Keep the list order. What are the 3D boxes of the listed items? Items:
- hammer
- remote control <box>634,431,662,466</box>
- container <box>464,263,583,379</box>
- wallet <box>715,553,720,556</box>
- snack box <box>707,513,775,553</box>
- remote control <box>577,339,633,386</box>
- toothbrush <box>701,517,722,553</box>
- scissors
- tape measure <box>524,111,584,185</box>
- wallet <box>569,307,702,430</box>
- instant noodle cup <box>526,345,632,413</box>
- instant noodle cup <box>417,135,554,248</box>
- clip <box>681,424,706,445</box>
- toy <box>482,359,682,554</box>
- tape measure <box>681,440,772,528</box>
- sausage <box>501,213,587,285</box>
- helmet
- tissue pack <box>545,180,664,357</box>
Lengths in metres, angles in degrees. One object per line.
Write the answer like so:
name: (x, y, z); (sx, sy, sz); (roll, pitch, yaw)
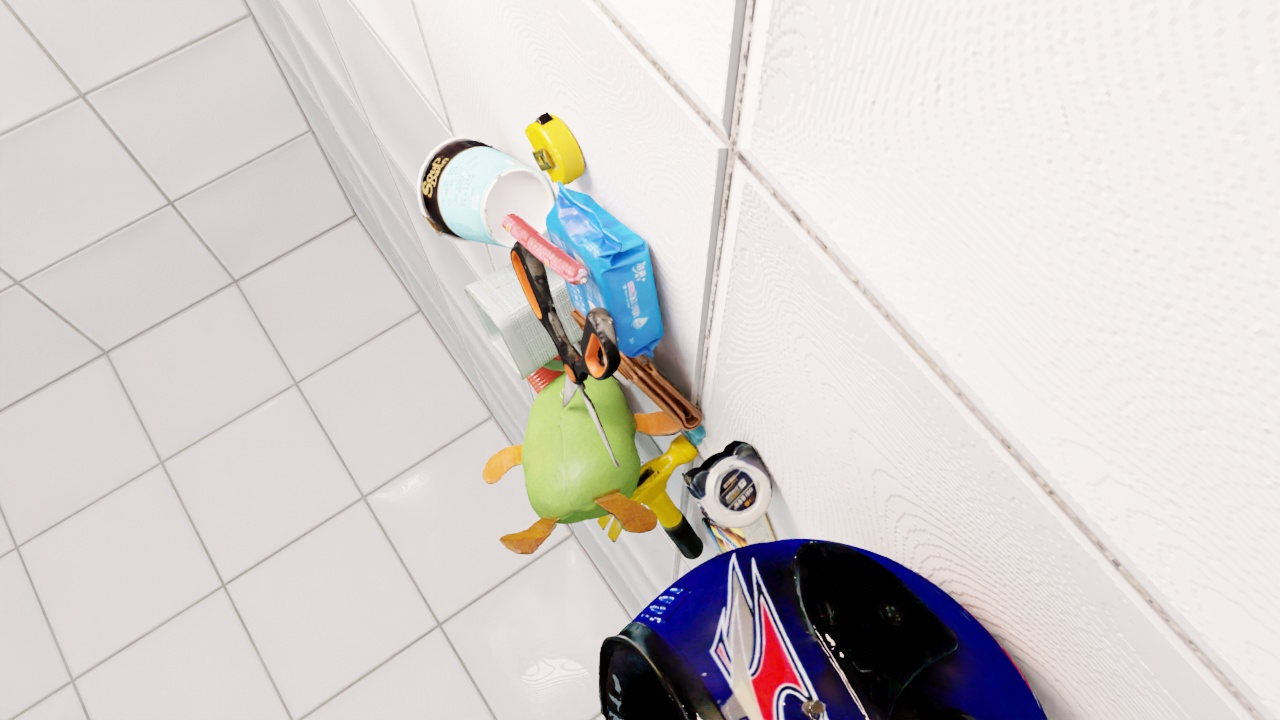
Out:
hammer: (0.034, 0.183, 1.068); (0.033, 0.128, 0.301); (47, 174, 28)
remote control: (0.005, 0.130, 1.181); (0.058, 0.021, 0.150); (52, 165, 20)
container: (-0.108, -0.056, 0.968); (0.090, 0.111, 0.090); (45, 162, 45)
wallet: (0.120, 0.258, 0.919); (0.101, 0.032, 0.124); (55, 170, -26)
snack box: (0.103, 0.176, 0.918); (0.087, 0.033, 0.140); (38, 159, 52)
remote control: (-0.047, -0.021, 1.026); (0.136, 0.020, 0.056); (41, 160, 49)
toothbrush: (0.127, 0.265, 1.079); (0.189, 0.014, 0.016); (56, -170, 8)
scissors: (-0.057, -0.007, 0.817); (0.234, 0.021, 0.221); (64, 160, -4)
tape measure: (-0.072, -0.172, 0.756); (0.060, 0.029, 0.057); (60, 166, -14)
wallet: (-0.005, 0.005, 0.871); (0.132, 0.031, 0.108); (43, 179, 45)
instant noodle cup: (-0.093, 0.020, 1.123); (0.189, 0.079, 0.164); (55, 174, -12)
instant noodle cup: (-0.147, -0.159, 0.908); (0.120, 0.111, 0.111); (29, 149, 50)
clip: (0.045, 0.059, 0.901); (0.054, 0.013, 0.034); (53, 165, 10)
toy: (-0.062, 0.093, 0.940); (0.246, 0.227, 0.090); (-94, -14, -46)
tape measure: (0.078, 0.110, 0.786); (0.066, 0.065, 0.033); (61, 171, -8)
sausage: (-0.082, -0.093, 0.759); (0.156, 0.020, 0.020); (41, 159, 49)
helmet: (0.125, 0.250, 0.545); (0.315, 0.240, 0.248); (-126, 33, -53)
tissue pack: (-0.027, -0.074, 0.770); (0.095, 0.052, 0.157); (45, 162, 35)
